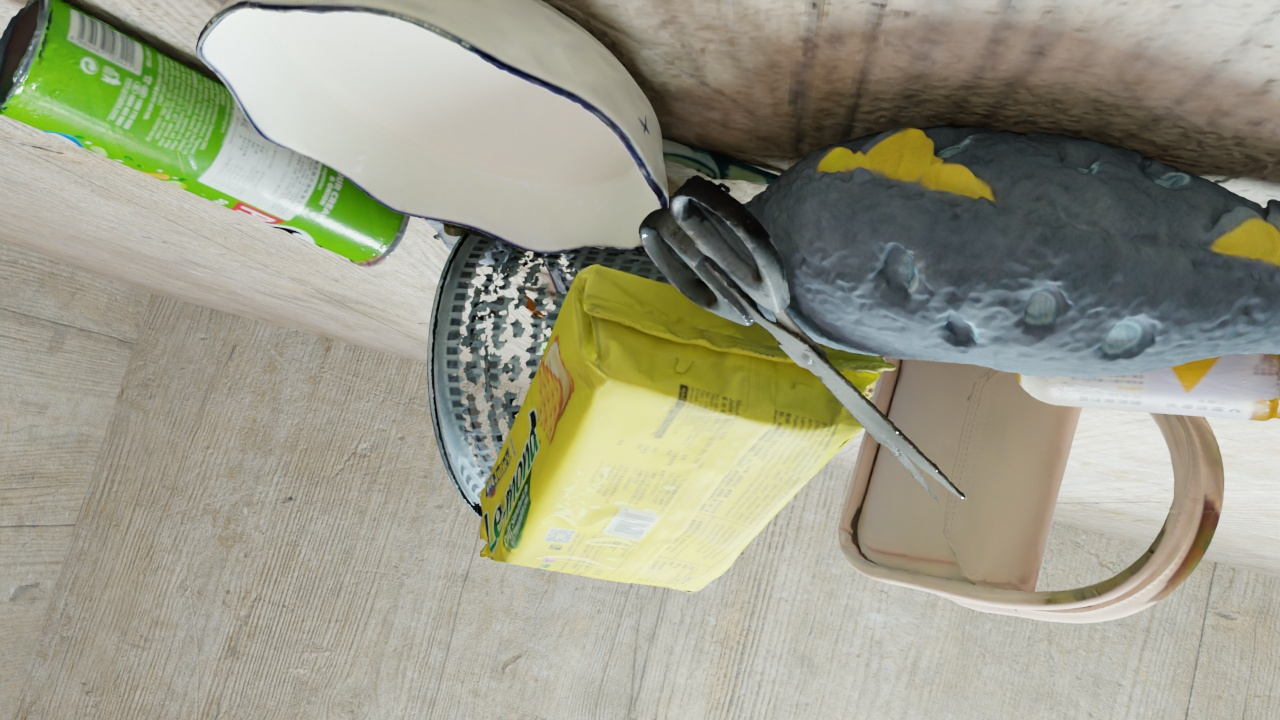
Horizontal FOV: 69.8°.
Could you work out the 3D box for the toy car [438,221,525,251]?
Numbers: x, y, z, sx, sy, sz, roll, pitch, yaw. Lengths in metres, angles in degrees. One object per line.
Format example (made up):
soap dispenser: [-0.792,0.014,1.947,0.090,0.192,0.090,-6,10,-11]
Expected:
toy car: [-0.092,-0.098,0.581,0.090,0.042,0.035,12,-143,13]

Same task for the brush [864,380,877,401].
brush: [0.163,0.010,0.730,0.083,0.046,0.254,11,174,15]

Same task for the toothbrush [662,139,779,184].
toothbrush: [0.031,-0.094,0.453,0.191,0.018,0.016,15,172,-4]

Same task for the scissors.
scissors: [0.065,-0.004,0.382,0.145,0.014,0.172,21,152,42]

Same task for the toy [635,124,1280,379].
toy: [0.133,-0.042,0.373,0.357,0.091,0.137,10,-179,27]

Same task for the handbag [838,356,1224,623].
handbag: [0.233,0.067,0.557,0.093,0.193,0.234,14,178,-21]

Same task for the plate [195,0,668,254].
plate: [-0.082,-0.108,0.408,0.205,0.045,0.205,15,168,3]

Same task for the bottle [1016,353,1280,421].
bottle: [0.273,-0.007,0.412,0.190,0.068,0.068,4,169,29]

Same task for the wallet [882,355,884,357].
wallet: [0.156,-0.022,0.770,0.101,0.020,0.115,21,168,-40]

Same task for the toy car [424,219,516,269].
toy car: [-0.129,-0.099,0.691,0.054,0.036,0.120,14,170,12]

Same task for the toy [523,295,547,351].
toy: [-0.034,-0.009,0.989,0.227,0.090,0.247,25,171,6]

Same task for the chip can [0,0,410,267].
chip can: [-0.251,-0.129,0.555,0.072,0.072,0.235,9,171,39]

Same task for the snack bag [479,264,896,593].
snack bag: [0.007,0.058,0.505,0.158,0.068,0.247,14,138,-14]

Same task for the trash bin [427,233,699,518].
trash bin: [-0.004,0.004,0.634,0.195,0.226,0.226,-1,168,19]
